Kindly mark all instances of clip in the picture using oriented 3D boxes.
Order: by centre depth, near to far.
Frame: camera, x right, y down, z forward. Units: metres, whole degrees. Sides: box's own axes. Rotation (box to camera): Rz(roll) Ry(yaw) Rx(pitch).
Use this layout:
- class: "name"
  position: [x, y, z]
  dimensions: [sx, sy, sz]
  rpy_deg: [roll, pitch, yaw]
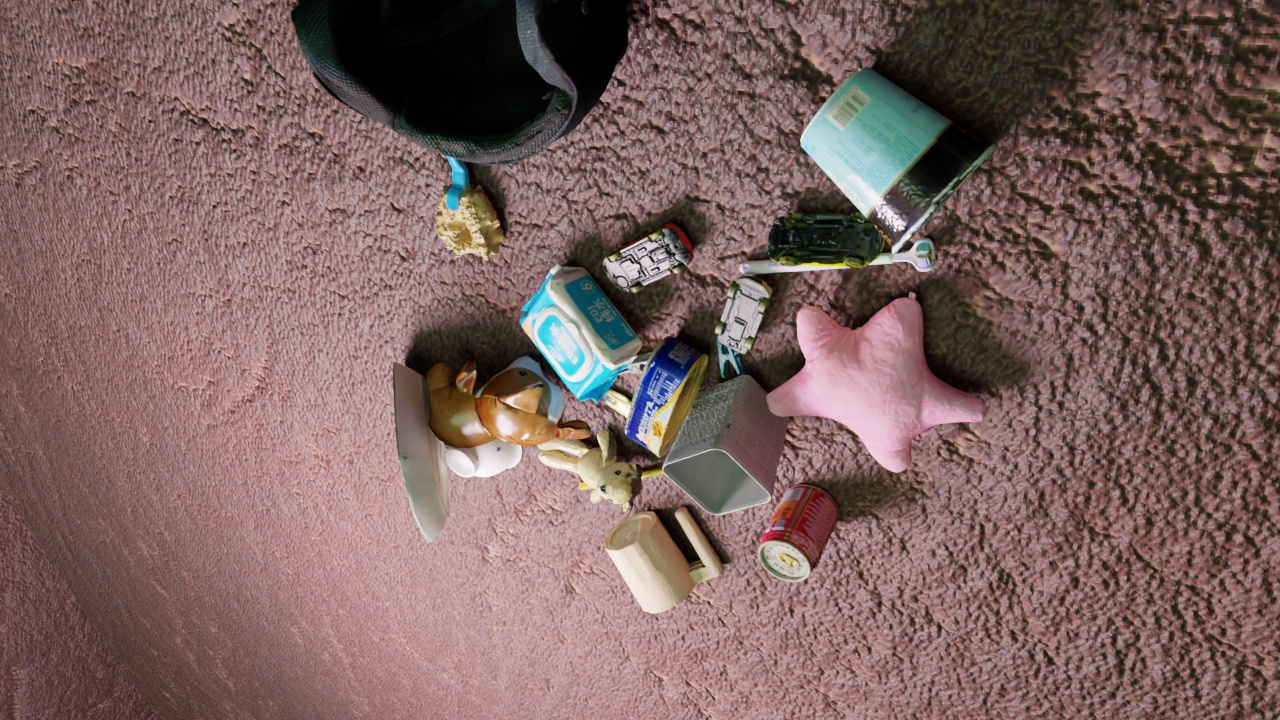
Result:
- class: "clip"
  position: [0.094, -0.004, 0.975]
  dimensions: [0.040, 0.014, 0.056]
  rpy_deg: [2, 124, 31]
- class: "clip"
  position: [-0.007, 0.004, 1.040]
  dimensions: [0.057, 0.025, 0.033]
  rpy_deg: [-2, 127, 29]

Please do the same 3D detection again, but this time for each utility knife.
- class: "utility knife"
  position: [0.038, 0.086, 1.085]
  dimensions: [0.207, 0.021, 0.031]
  rpy_deg: [27, 140, 7]

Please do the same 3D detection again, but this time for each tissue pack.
- class: "tissue pack"
  position: [-0.069, -0.029, 1.009]
  dimensions: [0.140, 0.063, 0.090]
  rpy_deg: [53, 134, 9]

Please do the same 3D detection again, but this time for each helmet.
- class: "helmet"
  position: [-0.126, -0.300, 0.738]
  dimensions: [0.234, 0.229, 0.275]
  rpy_deg: [0, 114, 22]

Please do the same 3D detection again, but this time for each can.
- class: "can"
  position: [0.028, 0.040, 1.011]
  dimensions: [0.049, 0.074, 0.148]
  rpy_deg: [30, 134, 14]
- class: "can"
  position: [0.175, 0.191, 1.017]
  dimensions: [0.066, 0.093, 0.067]
  rpy_deg: [18, 131, 21]

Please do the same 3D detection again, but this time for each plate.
- class: "plate"
  position: [-0.280, 0.111, 1.186]
  dimensions: [0.034, 0.265, 0.162]
  rpy_deg: [-14, 128, -7]

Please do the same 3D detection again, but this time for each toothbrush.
- class: "toothbrush"
  position: [0.176, -0.091, 0.849]
  dimensions: [0.190, 0.021, 0.029]
  rpy_deg: [-1, 92, 35]
- class: "toothbrush"
  position: [-0.010, 0.143, 1.156]
  dimensions: [0.191, 0.015, 0.016]
  rpy_deg: [-17, 109, 41]

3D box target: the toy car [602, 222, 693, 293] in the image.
- class: "toy car"
  position: [0.007, -0.104, 0.940]
  dimensions: [0.107, 0.031, 0.049]
  rpy_deg: [-23, 109, 41]

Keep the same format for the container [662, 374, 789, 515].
- class: "container"
  position: [0.095, 0.085, 0.965]
  dimensions: [0.090, 0.114, 0.090]
  rpy_deg: [-24, 121, 42]

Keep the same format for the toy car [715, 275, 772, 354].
- class: "toy car"
  position: [0.105, -0.048, 0.917]
  dimensions: [0.042, 0.035, 0.091]
  rpy_deg: [26, 137, 12]

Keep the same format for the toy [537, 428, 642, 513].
- class: "toy"
  position: [-0.065, 0.133, 1.149]
  dimensions: [0.157, 0.066, 0.105]
  rpy_deg: [22, 110, 33]

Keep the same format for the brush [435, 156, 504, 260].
- class: "brush"
  position: [-0.199, -0.213, 0.973]
  dimensions: [0.083, 0.045, 0.255]
  rpy_deg: [18, 137, 25]

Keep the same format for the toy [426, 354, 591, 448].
- class: "toy"
  position: [-0.165, 0.052, 1.121]
  dimensions: [0.200, 0.130, 0.140]
  rpy_deg: [3, 158, 41]

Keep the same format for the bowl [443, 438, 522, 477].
- class: "bowl"
  position: [-0.227, 0.119, 1.244]
  dimensions: [0.118, 0.064, 0.118]
  rpy_deg: [18, 131, 21]

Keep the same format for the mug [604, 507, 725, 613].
- class: "mug"
  position: [0.029, 0.251, 1.179]
  dimensions: [0.125, 0.084, 0.103]
  rpy_deg: [-26, 107, 17]

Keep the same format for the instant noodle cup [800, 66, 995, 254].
- class: "instant noodle cup"
  position: [0.196, -0.164, 0.728]
  dimensions: [0.120, 0.111, 0.111]
  rpy_deg: [43, 136, 8]

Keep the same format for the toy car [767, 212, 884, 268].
- class: "toy car"
  position: [0.167, -0.106, 0.828]
  dimensions: [0.105, 0.048, 0.032]
  rpy_deg: [4, 170, 26]

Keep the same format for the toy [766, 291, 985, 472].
- class: "toy"
  position: [0.228, 0.017, 0.865]
  dimensions: [0.194, 0.074, 0.179]
  rpy_deg: [25, 124, 9]
